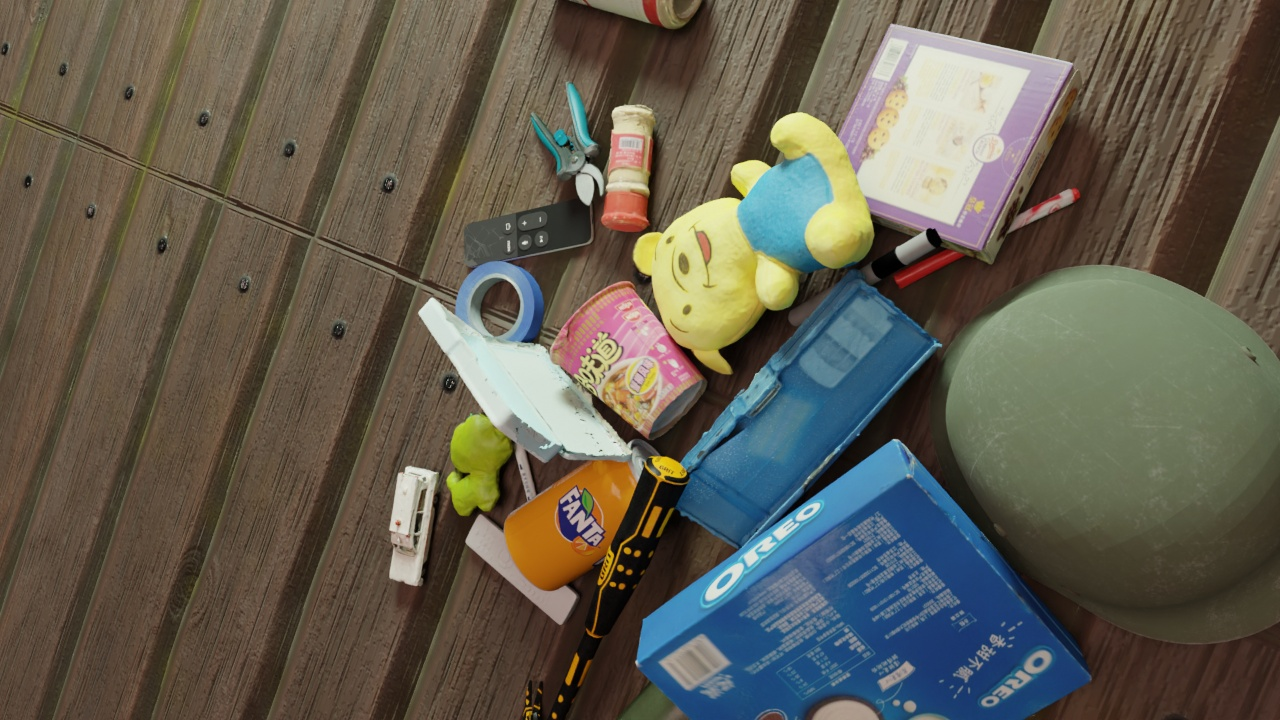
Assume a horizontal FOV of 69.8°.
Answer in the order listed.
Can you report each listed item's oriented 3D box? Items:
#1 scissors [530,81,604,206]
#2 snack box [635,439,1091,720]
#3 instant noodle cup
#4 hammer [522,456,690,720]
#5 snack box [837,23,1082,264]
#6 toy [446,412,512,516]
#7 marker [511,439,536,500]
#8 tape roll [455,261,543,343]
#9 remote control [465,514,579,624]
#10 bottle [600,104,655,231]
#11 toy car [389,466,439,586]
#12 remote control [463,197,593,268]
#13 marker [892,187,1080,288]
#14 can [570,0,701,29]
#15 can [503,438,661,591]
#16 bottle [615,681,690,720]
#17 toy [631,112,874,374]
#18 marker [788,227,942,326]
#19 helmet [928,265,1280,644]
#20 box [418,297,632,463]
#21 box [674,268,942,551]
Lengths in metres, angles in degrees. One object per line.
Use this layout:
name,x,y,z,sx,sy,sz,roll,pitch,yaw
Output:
scissors,-0.067,-0.203,0.855,0.153,0.019,0.128,14,80,39
snack box,0.148,0.199,0.636,0.239,0.056,0.195,-40,100,17
instant noodle cup,-0.005,0.005,0.775,0.108,0.097,0.098,45,105,16
hammer,-0.036,0.213,0.736,0.321,0.036,0.123,-68,24,19
snack box,0.226,-0.165,0.689,0.148,0.040,0.143,29,97,34
toy,-0.154,0.098,0.869,0.094,0.036,0.093,-20,79,34
marker,-0.106,0.110,0.855,0.011,0.011,0.152,-23,74,23
tape roll,-0.137,-0.050,0.888,0.093,0.016,0.091,-3,82,27
remote control,-0.110,0.191,0.847,0.131,0.012,0.033,33,102,27
bottle,-0.010,-0.172,0.822,0.044,0.044,0.109,2,85,28
toy car,-0.226,0.162,0.896,0.039,0.039,0.113,8,88,28
remote control,-0.110,-0.123,0.887,0.147,0.008,0.045,-8,80,27
marker,0.258,-0.091,0.688,0.142,0.012,0.012,-27,72,22
can,-0.025,-0.354,0.837,0.170,0.067,0.067,27,96,28
can,-0.043,0.132,0.781,0.143,0.079,0.079,-35,69,20
bottle,-0.006,0.330,0.743,0.071,0.071,0.207,45,105,25
toy,0.088,-0.084,0.717,0.215,0.084,0.148,-38,49,42
marker,0.167,-0.060,0.701,0.141,0.016,0.016,-33,68,45
helmet,0.296,0.053,0.571,0.227,0.153,0.267,-42,67,17
box,-0.101,0.020,0.759,0.049,0.136,0.197,-59,40,13
box,0.123,0.057,0.678,0.094,0.102,0.232,37,104,-17
